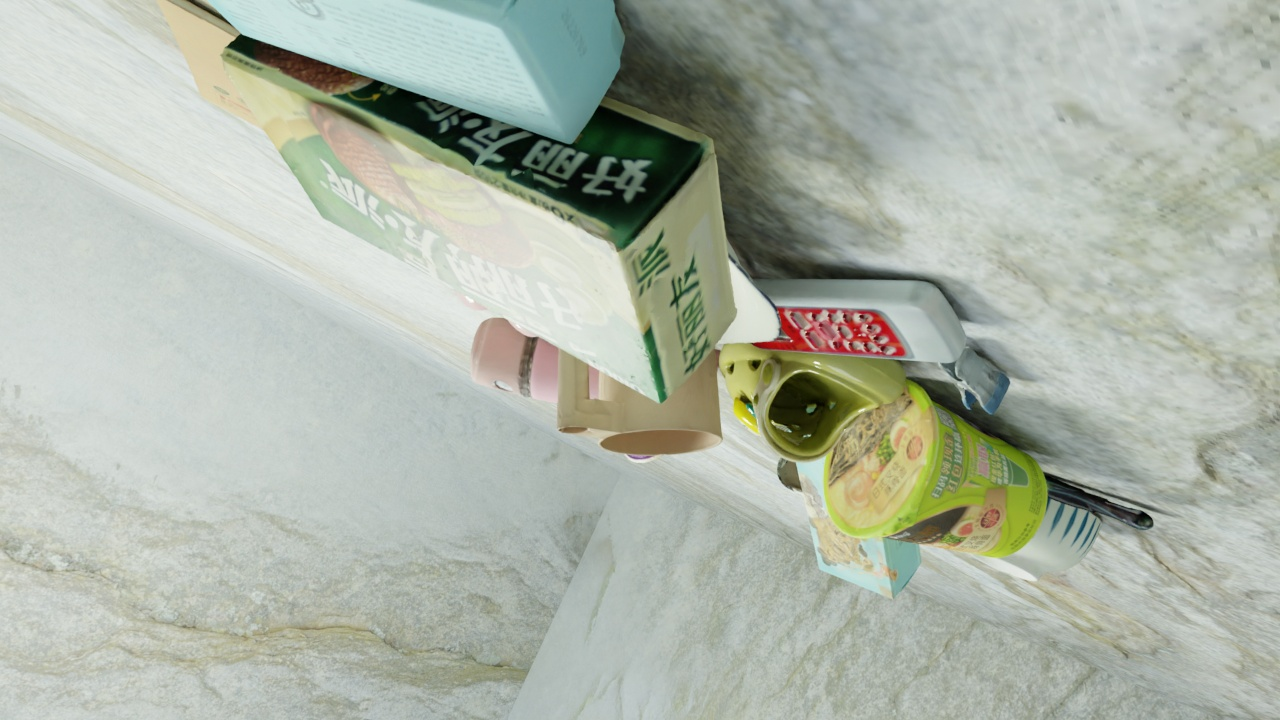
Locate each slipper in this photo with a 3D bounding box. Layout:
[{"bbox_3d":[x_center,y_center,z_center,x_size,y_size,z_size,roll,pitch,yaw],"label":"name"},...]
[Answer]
[{"bbox_3d":[0.105,0.025,0.638,0.091,0.081,0.191,30,167,-12],"label":"slipper"}]

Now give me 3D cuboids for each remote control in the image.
[{"bbox_3d":[0.105,-0.022,0.498,0.136,0.020,0.056,6,150,44],"label":"remote control"}]

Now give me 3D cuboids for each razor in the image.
[{"bbox_3d":[0.306,0.098,0.688,0.143,0.022,0.042,15,-167,35],"label":"razor"}]

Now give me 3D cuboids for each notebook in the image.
[{"bbox_3d":[-0.249,-0.179,0.644,0.147,0.008,0.208,27,170,-16],"label":"notebook"}]

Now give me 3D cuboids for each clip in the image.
[{"bbox_3d":[0.185,0.008,0.511,0.058,0.026,0.038,37,173,-37],"label":"clip"}]

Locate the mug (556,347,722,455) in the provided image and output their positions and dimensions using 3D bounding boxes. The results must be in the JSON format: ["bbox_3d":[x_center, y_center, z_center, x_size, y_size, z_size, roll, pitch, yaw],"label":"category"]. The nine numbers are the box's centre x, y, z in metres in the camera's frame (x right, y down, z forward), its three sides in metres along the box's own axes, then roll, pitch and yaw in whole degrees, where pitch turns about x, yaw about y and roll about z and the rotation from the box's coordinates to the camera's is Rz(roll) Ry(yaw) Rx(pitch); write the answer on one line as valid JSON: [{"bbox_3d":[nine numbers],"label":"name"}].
[{"bbox_3d":[-0.004,0.004,0.616,0.124,0.103,0.084,13,158,-38],"label":"mug"}]

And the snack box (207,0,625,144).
[{"bbox_3d":[-0.096,-0.140,0.335,0.175,0.051,0.074,23,172,19],"label":"snack box"}]

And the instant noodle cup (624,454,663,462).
[{"bbox_3d":[-0.009,0.022,0.849,0.099,0.111,0.112,40,165,-26],"label":"instant noodle cup"}]

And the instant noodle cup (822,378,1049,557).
[{"bbox_3d":[0.210,0.083,0.636,0.123,0.111,0.112,20,173,-21],"label":"instant noodle cup"}]

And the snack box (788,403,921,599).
[{"bbox_3d":[0.178,0.111,0.754,0.074,0.051,0.175,16,135,43],"label":"snack box"}]

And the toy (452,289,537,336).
[{"bbox_3d":[-0.098,-0.072,0.645,0.121,0.054,0.160,27,154,2],"label":"toy"}]

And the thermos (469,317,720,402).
[{"bbox_3d":[-0.037,0.012,0.755,0.199,0.067,0.087,8,156,6],"label":"thermos"}]

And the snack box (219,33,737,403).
[{"bbox_3d":[-0.073,-0.080,0.418,0.240,0.063,0.114,28,157,25],"label":"snack box"}]

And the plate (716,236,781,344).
[{"bbox_3d":[-0.008,-0.068,0.497,0.164,0.034,0.164,40,160,-23],"label":"plate"}]

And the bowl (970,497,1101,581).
[{"bbox_3d":[0.317,0.144,0.773,0.116,0.066,0.116,24,170,4],"label":"bowl"}]

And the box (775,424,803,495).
[{"bbox_3d":[0.190,0.088,0.813,0.163,0.076,0.087,18,155,40],"label":"box"}]
